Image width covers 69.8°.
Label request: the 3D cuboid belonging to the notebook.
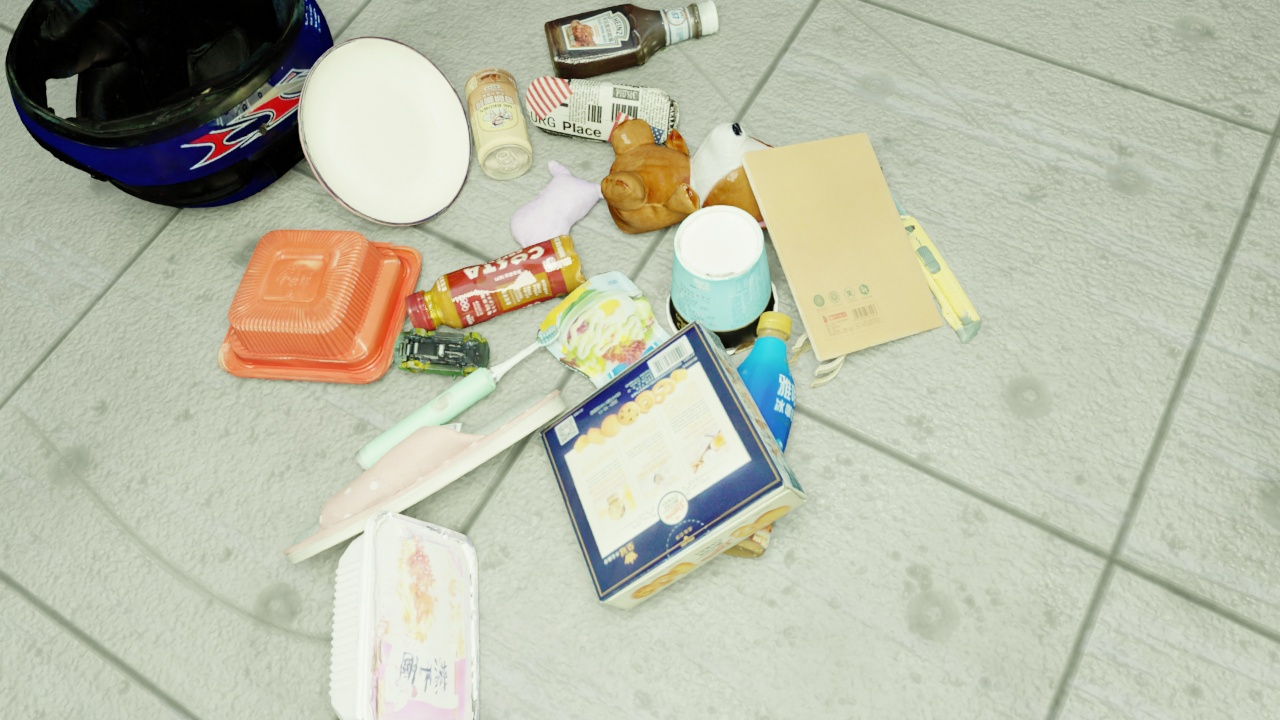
[{"bbox_3d":[0.191,-0.112,0.864,0.147,0.008,0.207,-15,80,-23],"label":"notebook"}]

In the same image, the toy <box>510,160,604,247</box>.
[{"bbox_3d":[-0.092,-0.158,0.955,0.084,0.039,0.107,32,72,19],"label":"toy"}]

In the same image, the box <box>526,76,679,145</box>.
[{"bbox_3d":[-0.042,-0.269,0.979,0.163,0.087,0.076,11,81,7],"label":"box"}]

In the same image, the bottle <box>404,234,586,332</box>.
[{"bbox_3d":[-0.144,-0.072,0.909,0.175,0.057,0.057,-19,64,-3],"label":"bottle"}]

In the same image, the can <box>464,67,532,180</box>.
[{"bbox_3d":[-0.155,-0.259,1.000,0.058,0.058,0.116,-14,64,-1],"label":"can"}]

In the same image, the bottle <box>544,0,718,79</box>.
[{"bbox_3d":[-0.009,-0.373,1.050,0.195,0.044,0.079,-13,64,-1],"label":"bottle"}]

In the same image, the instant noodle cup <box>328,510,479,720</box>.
[{"bbox_3d":[-0.193,0.220,0.742,0.060,0.138,0.173,-16,62,23],"label":"instant noodle cup"}]

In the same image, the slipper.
[{"bbox_3d":[-0.191,0.091,0.810,0.274,0.114,0.054,-30,89,-11],"label":"slipper"}]

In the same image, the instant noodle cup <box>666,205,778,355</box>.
[{"bbox_3d":[0.076,-0.079,0.854,0.111,0.120,0.111,-2,64,5],"label":"instant noodle cup"}]

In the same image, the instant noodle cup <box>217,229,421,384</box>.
[{"bbox_3d":[-0.328,-0.063,0.913,0.189,0.079,0.164,2,61,12],"label":"instant noodle cup"}]

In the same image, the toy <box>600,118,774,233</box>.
[{"bbox_3d":[0.064,-0.185,0.914,0.199,0.131,0.139,8,53,0],"label":"toy"}]

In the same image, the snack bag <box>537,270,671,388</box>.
[{"bbox_3d":[-0.005,0.005,0.870,0.110,0.039,0.191,-37,68,-15],"label":"snack bag"}]

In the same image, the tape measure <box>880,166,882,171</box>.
[{"bbox_3d":[0.217,-0.179,0.928,0.057,0.039,0.057,-22,61,8],"label":"tape measure"}]

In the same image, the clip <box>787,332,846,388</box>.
[{"bbox_3d":[0.193,-0.007,0.858,0.104,0.035,0.081,-18,61,-12],"label":"clip"}]

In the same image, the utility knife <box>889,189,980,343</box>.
[{"bbox_3d":[0.279,-0.102,0.906,0.031,0.021,0.198,-22,59,-4],"label":"utility knife"}]

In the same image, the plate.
[{"bbox_3d":[-0.266,-0.234,0.952,0.039,0.192,0.192,-1,57,47],"label":"plate"}]

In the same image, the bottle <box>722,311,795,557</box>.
[{"bbox_3d":[0.099,0.060,0.807,0.065,0.065,0.218,11,71,11],"label":"bottle"}]

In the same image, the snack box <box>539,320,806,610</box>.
[{"bbox_3d":[0.019,0.086,0.771,0.178,0.045,0.182,-35,53,14],"label":"snack box"}]

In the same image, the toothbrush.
[{"bbox_3d":[-0.169,0.034,0.866,0.224,0.027,0.026,-34,71,-5],"label":"toothbrush"}]

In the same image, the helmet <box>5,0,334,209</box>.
[{"bbox_3d":[-0.458,-0.272,0.932,0.247,0.241,0.314,33,61,0],"label":"helmet"}]

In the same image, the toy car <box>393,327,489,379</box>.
[{"bbox_3d":[-0.192,-0.005,0.892,0.091,0.036,0.043,4,68,-5],"label":"toy car"}]
